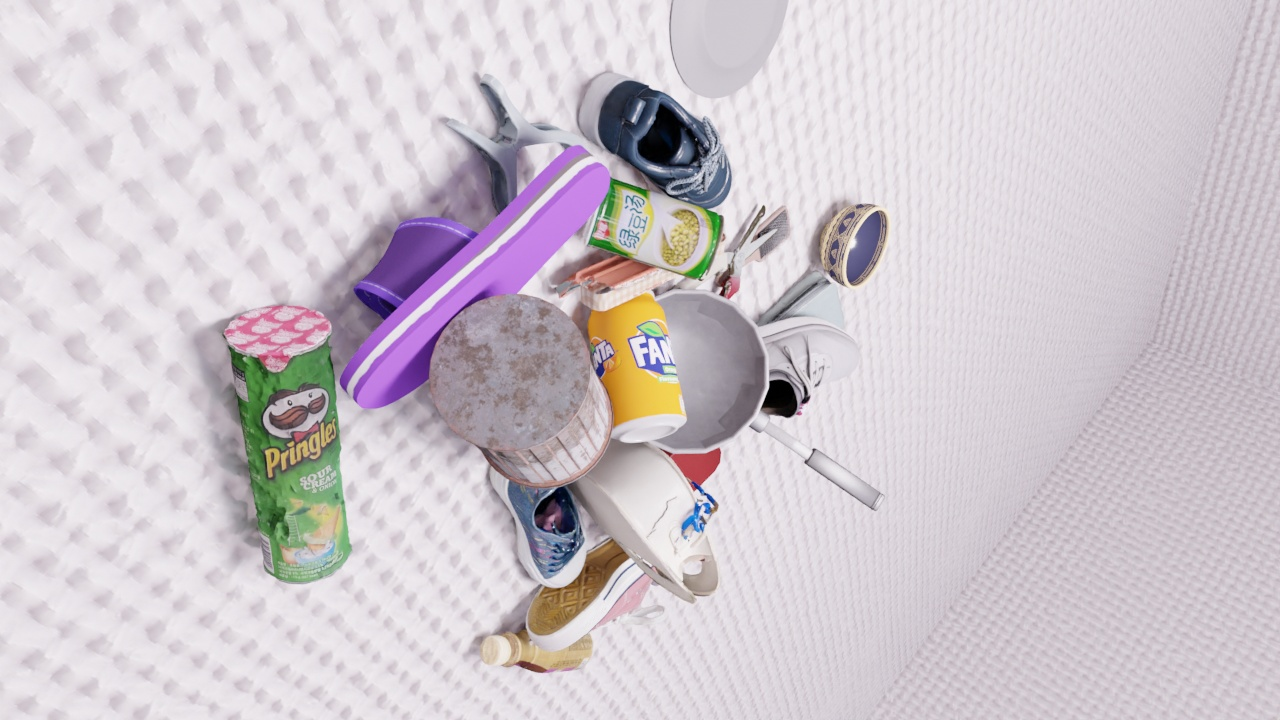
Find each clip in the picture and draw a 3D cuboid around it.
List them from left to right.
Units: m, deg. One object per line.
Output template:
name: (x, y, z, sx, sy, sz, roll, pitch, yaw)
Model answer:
clip: (-0.112, -0.145, 0.772, 0.171, 0.029, 0.141, 28, 92, -55)

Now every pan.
pan: (0.122, 0.061, 1.011, 0.178, 0.357, 0.041, -56, -172, -5)

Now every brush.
brush: (0.021, 0.148, 1.124, 0.173, 0.042, 0.082, -43, 135, -8)
brush: (0.139, -0.131, 1.105, 0.135, 0.015, 0.050, -42, 141, -23)

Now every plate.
plate: (0.094, -0.343, 0.892, 0.178, 0.012, 0.179, -31, 137, -34)

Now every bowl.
bowl: (0.274, -0.156, 1.210, 0.112, 0.061, 0.113, -31, 134, -38)

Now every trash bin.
trash bin: (-0.094, 0.034, 0.786, 0.130, 0.131, 0.211, -52, 169, -10)

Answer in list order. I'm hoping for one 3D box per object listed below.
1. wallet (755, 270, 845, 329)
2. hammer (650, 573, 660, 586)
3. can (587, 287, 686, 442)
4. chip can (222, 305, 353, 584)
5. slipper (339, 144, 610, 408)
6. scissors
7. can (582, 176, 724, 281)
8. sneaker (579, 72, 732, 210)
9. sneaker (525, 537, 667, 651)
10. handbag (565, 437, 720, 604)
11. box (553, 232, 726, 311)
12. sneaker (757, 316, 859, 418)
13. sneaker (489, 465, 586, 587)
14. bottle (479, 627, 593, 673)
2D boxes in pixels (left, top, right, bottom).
wallet: (0.210, -0.047, 1.227, 0.131, 0.054, 0.100, -42, 134, -19)
hammer: (0.053, 0.171, 1.215, 0.146, 0.028, 0.317, -9, 122, -41)
can: (-0.005, 0.005, 0.911, 0.079, 0.142, 0.079, -10, 162, -4)
chip can: (-0.265, 0.072, 0.704, 0.075, 0.075, 0.224, -25, 133, -39)
slipper: (-0.147, -0.083, 0.729, 0.266, 0.084, 0.107, -46, 170, -8)
scissors: (0.087, -0.089, 1.060, 0.179, 0.015, 0.194, -6, 113, -40)
can: (0.011, -0.122, 0.852, 0.067, 0.121, 0.067, -165, -88, -83)
sneaker: (0.038, -0.196, 0.867, 0.235, 0.087, 0.089, 18, 101, -54)
sneaker: (-0.041, 0.287, 1.118, 0.240, 0.118, 0.088, -31, 119, -42)
handbag: (0.012, 0.168, 0.983, 0.092, 0.201, 0.199, -37, 116, -18)
box: (0.001, -0.097, 0.910, 0.186, 0.083, 0.043, -26, 131, -35)
sneaker: (0.187, 0.020, 1.131, 0.262, 0.128, 0.097, -7, 130, -31)
sneaker: (-0.091, 0.179, 0.996, 0.087, 0.079, 0.236, -40, 141, -24)
bottle: (-0.125, 0.343, 1.095, 0.166, 0.060, 0.059, 21, 98, -54)
